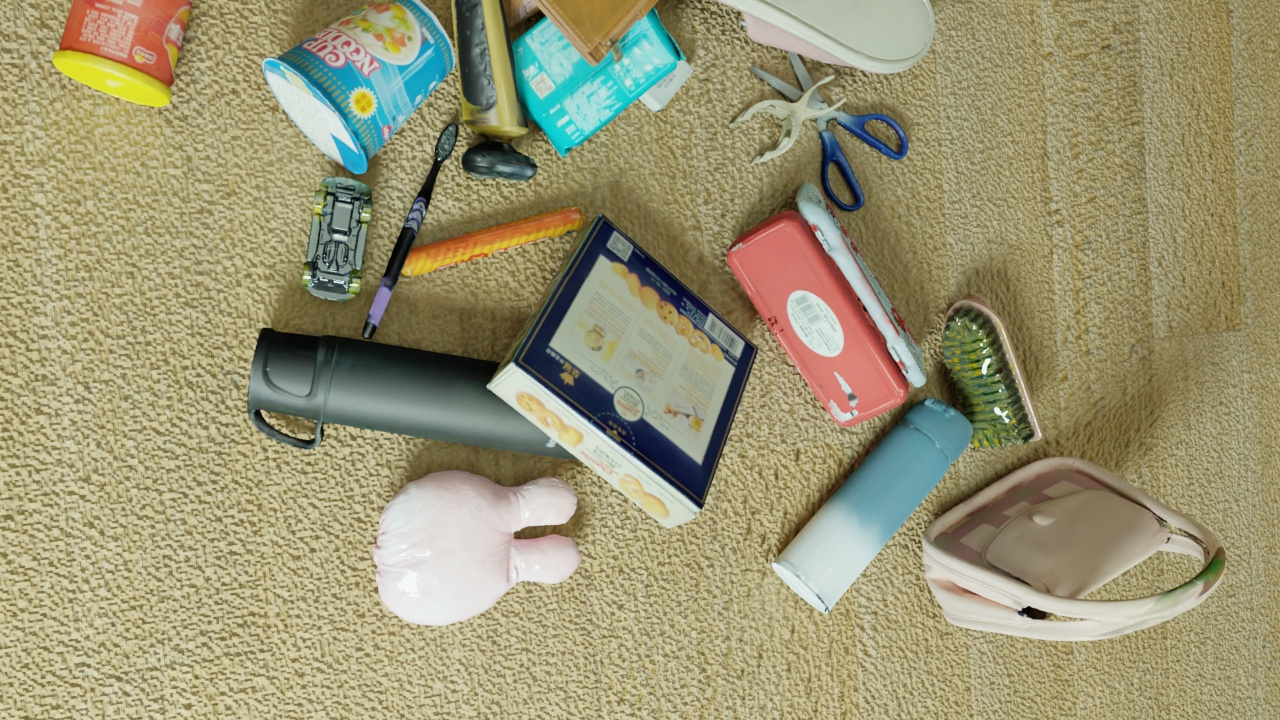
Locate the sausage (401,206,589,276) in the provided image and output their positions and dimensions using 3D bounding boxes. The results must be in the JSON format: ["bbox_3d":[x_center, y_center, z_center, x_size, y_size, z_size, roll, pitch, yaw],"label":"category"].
[{"bbox_3d":[-0.117,-0.095,0.728,0.165,0.021,0.021,-18,97,-17],"label":"sausage"}]

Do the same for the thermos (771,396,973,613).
[{"bbox_3d":[0.213,0.125,0.822,0.220,0.070,0.070,-45,104,-13],"label":"thermos"}]

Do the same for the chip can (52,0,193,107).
[{"bbox_3d":[-0.333,-0.289,0.624,0.073,0.073,0.216,14,87,-18],"label":"chip can"}]

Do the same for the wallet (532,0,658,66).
[{"bbox_3d":[-0.020,-0.288,0.651,0.130,0.035,0.119,-50,121,-7],"label":"wallet"}]

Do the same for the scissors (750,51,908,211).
[{"bbox_3d":[0.170,-0.210,0.827,0.162,0.012,0.162,5,90,-17],"label":"scissors"}]

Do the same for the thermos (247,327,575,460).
[{"bbox_3d":[-0.166,0.035,0.698,0.242,0.068,0.090,10,116,-17],"label":"thermos"}]

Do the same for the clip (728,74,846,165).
[{"bbox_3d":[0.132,-0.198,0.796,0.104,0.035,0.086,-12,95,-12],"label":"clip"}]

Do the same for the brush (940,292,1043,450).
[{"bbox_3d":[0.325,0.010,0.862,0.072,0.063,0.145,-27,98,-46],"label":"brush"}]

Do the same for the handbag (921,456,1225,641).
[{"bbox_3d":[0.379,0.171,0.787,0.193,0.234,0.093,-25,100,-17],"label":"handbag"}]

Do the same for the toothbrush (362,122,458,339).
[{"bbox_3d":[-0.173,-0.102,0.694,0.014,0.017,0.188,23,72,-19],"label":"toothbrush"}]

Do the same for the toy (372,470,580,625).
[{"bbox_3d":[-0.126,0.143,0.713,0.159,0.054,0.121,-4,100,-18],"label":"toy"}]

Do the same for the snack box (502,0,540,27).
[{"bbox_3d":[-0.087,-0.328,0.691,0.094,0.077,0.093,-36,85,-15],"label":"snack box"}]

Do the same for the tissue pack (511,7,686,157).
[{"bbox_3d":[-0.042,-0.232,0.719,0.133,0.050,0.093,-36,105,8],"label":"tissue pack"}]

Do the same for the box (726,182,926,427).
[{"bbox_3d":[0.167,-0.049,0.815,0.095,0.100,0.201,-29,105,25],"label":"box"}]

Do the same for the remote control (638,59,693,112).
[{"bbox_3d":[-0.016,-0.264,0.756,0.125,0.024,0.049,39,80,-16],"label":"remote control"}]

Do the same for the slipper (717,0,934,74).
[{"bbox_3d":[0.134,-0.317,0.786,0.274,0.054,0.114,11,81,-23],"label":"slipper"}]

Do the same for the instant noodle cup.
[{"bbox_3d":[-0.197,-0.209,0.666,0.099,0.099,0.109,46,70,-14],"label":"instant noodle cup"}]

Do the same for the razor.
[{"bbox_3d":[-0.114,-0.208,0.671,0.062,0.067,0.168,10,126,18],"label":"razor"}]

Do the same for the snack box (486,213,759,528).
[{"bbox_3d":[-0.004,0.004,0.711,0.178,0.046,0.182,40,47,-16],"label":"snack box"}]

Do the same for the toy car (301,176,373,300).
[{"bbox_3d":[-0.225,-0.090,0.684,0.043,0.036,0.091,10,87,-20],"label":"toy car"}]
